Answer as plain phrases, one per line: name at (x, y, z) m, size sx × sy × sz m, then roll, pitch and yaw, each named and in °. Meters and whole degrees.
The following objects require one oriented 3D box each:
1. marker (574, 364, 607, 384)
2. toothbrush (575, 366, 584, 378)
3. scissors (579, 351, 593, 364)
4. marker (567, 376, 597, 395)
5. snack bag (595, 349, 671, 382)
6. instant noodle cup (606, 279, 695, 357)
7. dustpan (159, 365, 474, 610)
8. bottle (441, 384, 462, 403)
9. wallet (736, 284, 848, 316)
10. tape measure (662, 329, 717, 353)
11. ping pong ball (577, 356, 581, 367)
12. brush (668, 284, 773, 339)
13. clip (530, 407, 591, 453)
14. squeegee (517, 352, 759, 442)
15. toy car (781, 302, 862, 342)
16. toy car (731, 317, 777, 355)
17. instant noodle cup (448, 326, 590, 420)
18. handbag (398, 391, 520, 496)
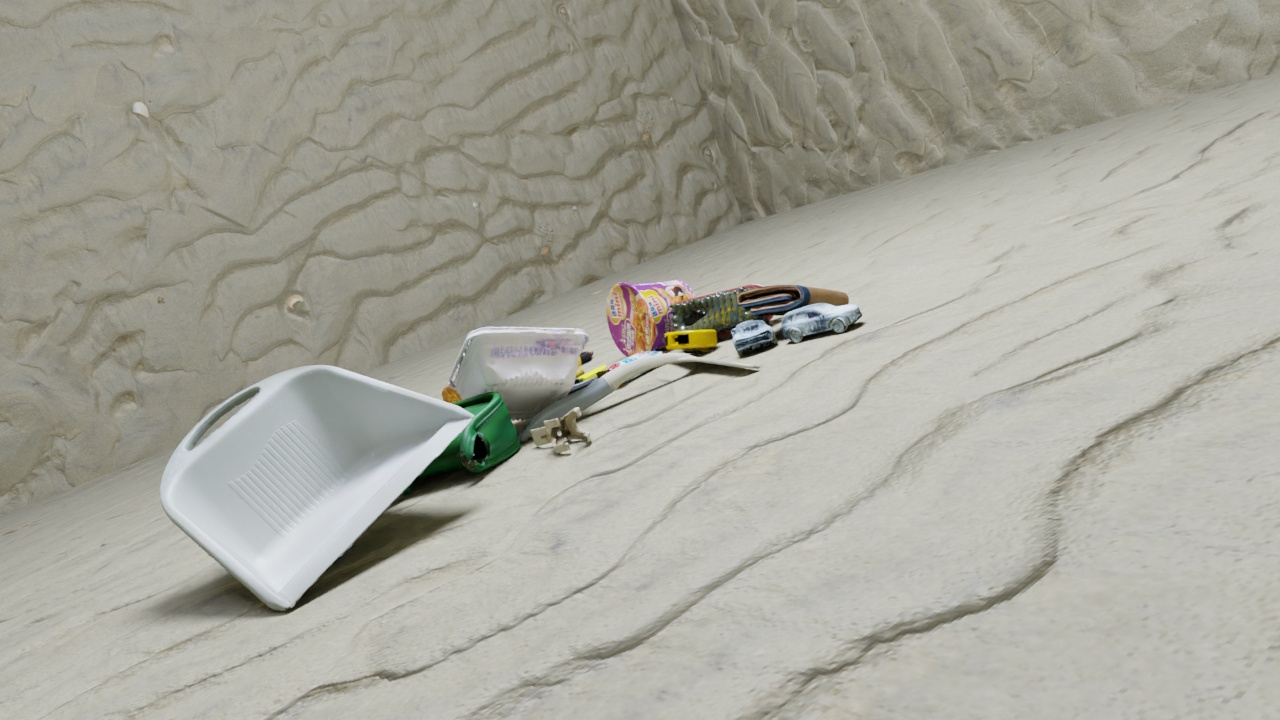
marker at (-0.093, 0.037, 1.204) m, size 0.123 × 0.015 × 0.018 m, roll -28°, pitch 11°, yaw -29°
toothbrush at (-0.159, 0.053, 1.179) m, size 0.190 × 0.016 × 0.016 m, roll -27°, pitch 10°, yaw -12°
scissors at (-0.181, 0.030, 1.430) m, size 0.210 × 0.015 × 0.176 m, roll -17°, pitch 11°, yaw 14°
marker at (-0.087, 0.037, 1.181) m, size 0.123 × 0.015 × 0.018 m, roll -21°, pitch 15°, yaw -25°
snack bag at (-0.007, 0.007, 1.154) m, size 0.105 × 0.026 × 0.045 m, roll -24°, pitch 5°, yaw -42°
instant noodle cup at (0.022, -0.063, 1.292) m, size 0.099 × 0.111 × 0.112 m, roll -14°, pitch 4°, yaw -34°
dustpan at (-0.317, 0.086, 0.827) m, size 0.222 × 0.142 × 0.258 m, roll -49°, pitch 18°, yaw -30°
bottle at (-0.203, 0.032, 1.323) m, size 0.058 × 0.057 × 0.174 m, roll -11°, pitch 12°, yaw 44°
wallet at (0.182, -0.071, 1.090) m, size 0.090 × 0.033 × 0.115 m, roll -4°, pitch -1°, yaw 40°
tape measure at (0.068, -0.023, 1.153) m, size 0.060 × 0.029 × 0.057 m, roll -3°, pitch -1°, yaw -34°
ping pong ball at (-0.107, 0.004, 1.341) m, size 0.040 × 0.040 × 0.040 m, roll -19°, pitch 9°, yaw 3°
brush at (0.114, -0.062, 1.207) m, size 0.146 × 0.063 × 0.069 m, roll -14°, pitch -10°, yaw 28°
clip at (-0.080, 0.069, 0.916) m, size 0.076 × 0.035 × 0.101 m, roll -23°, pitch 5°, yaw -17°
squeegee at (-0.028, 0.029, 1.025) m, size 0.246 × 0.039 × 0.247 m, roll -22°, pitch 9°, yaw -13°
toy car at (0.197, -0.045, 1.004) m, size 0.091 × 0.034 × 0.042 m, roll -11°, pitch 9°, yaw 38°
toy car at (0.131, -0.031, 1.072) m, size 0.049 × 0.031 × 0.105 m, roll -17°, pitch 7°, yaw 6°
instant noodle cup at (-0.139, 0.022, 1.040) m, size 0.138 × 0.060 × 0.174 m, roll 0°, pitch -23°, yaw -21°
handbag at (-0.199, 0.092, 0.953) m, size 0.131 × 0.068 × 0.120 m, roll -15°, pitch 18°, yaw 20°
